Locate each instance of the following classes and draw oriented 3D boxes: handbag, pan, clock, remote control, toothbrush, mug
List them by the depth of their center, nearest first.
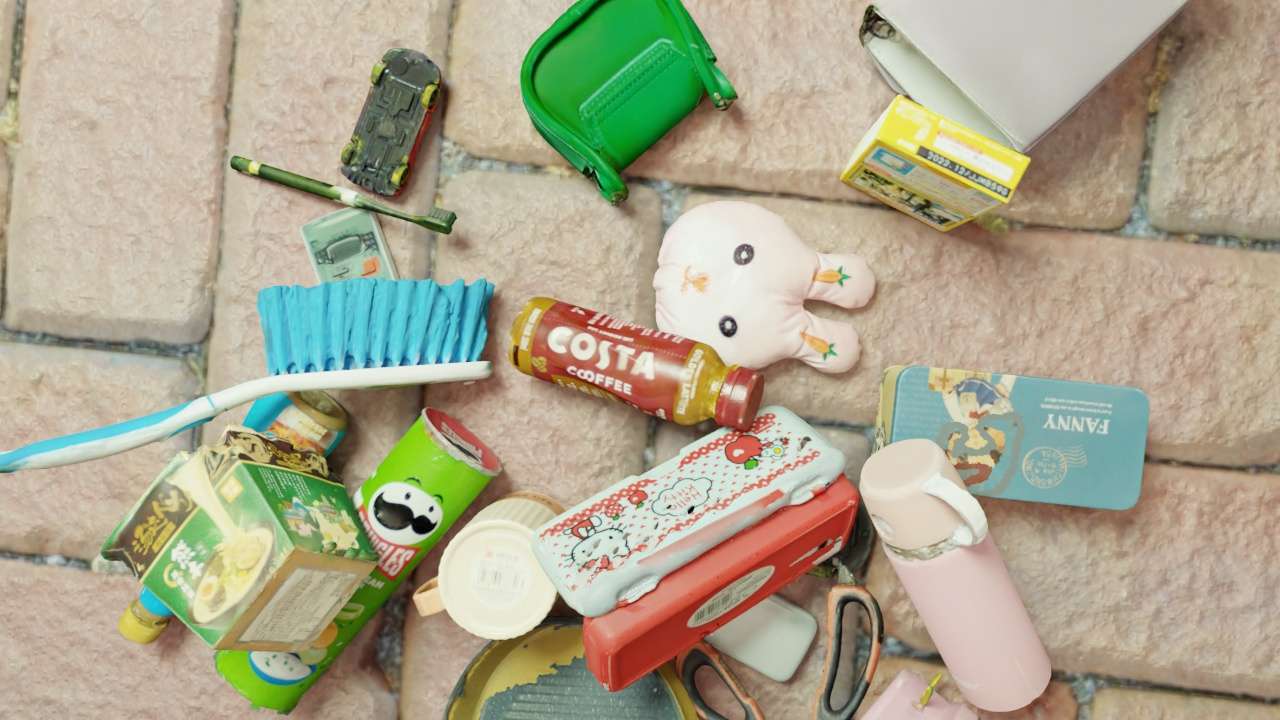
[{"bbox_3d":[0.015,0.261,0.578,0.358,0.078,0.197,-9,73,24],"label":"pan"},{"bbox_3d":[0.266,-0.244,0.615,0.197,0.098,0.145,-43,90,4],"label":"handbag"},{"bbox_3d":[0.157,0.280,0.621,0.060,0.117,0.158,39,93,23],"label":"clock"},{"bbox_3d":[-0.103,0.145,0.635,0.114,0.106,0.081,-23,89,2],"label":"mug"},{"bbox_3d":[-0.011,-0.192,0.644,0.131,0.068,0.120,-41,90,3],"label":"handbag"},{"bbox_3d":[-0.218,-0.124,0.669,0.186,0.012,0.017,18,65,13],"label":"toothbrush"},{"bbox_3d":[0.060,0.180,0.670,0.136,0.020,0.056,28,93,2],"label":"remote control"},{"bbox_3d":[-0.203,-0.045,0.680,0.056,0.019,0.135,-19,90,2],"label":"remote control"}]

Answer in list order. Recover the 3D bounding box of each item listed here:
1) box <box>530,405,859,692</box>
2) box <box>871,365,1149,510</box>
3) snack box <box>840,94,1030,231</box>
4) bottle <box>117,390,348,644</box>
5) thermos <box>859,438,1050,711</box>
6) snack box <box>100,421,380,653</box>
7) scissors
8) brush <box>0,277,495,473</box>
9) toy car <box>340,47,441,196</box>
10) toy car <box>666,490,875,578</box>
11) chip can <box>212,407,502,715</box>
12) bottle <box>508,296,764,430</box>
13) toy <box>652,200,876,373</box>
[{"bbox_3d":[0.035,0.110,0.592,0.201,0.095,0.101,-26,53,-20],"label":"box"},{"bbox_3d":[0.259,0.052,0.639,0.184,0.061,0.090,4,92,4],"label":"box"},{"bbox_3d":[0.185,-0.124,0.599,0.087,0.140,0.034,27,90,3],"label":"snack box"},{"bbox_3d":[-0.301,0.112,0.665,0.065,0.065,0.219,39,93,2],"label":"bottle"},{"bbox_3d":[0.211,0.143,0.596,0.067,0.087,0.198,-37,114,-17],"label":"thermos"},{"bbox_3d":[-0.242,0.123,0.582,0.105,0.118,0.117,40,92,31],"label":"snack box"},{"bbox_3d":[0.101,0.242,0.593,0.189,0.015,0.222,-42,56,9],"label":"scissors"},{"bbox_3d":[-0.244,0.004,0.603,0.314,0.061,0.109,-4,89,-25],"label":"brush"},{"bbox_3d":[-0.179,-0.174,0.670,0.049,0.031,0.106,22,98,1],"label":"toy car"},{"bbox_3d":[0.090,0.117,0.655,0.158,0.042,0.070,8,87,-8],"label":"toy car"},{"bbox_3d":[-0.202,0.143,0.657,0.072,0.072,0.236,41,93,2],"label":"chip can"},{"bbox_3d":[-0.004,0.004,0.627,0.175,0.057,0.057,17,91,21],"label":"bottle"},{"bbox_3d":[0.088,-0.048,0.652,0.159,0.054,0.121,10,92,-5],"label":"toy"}]
